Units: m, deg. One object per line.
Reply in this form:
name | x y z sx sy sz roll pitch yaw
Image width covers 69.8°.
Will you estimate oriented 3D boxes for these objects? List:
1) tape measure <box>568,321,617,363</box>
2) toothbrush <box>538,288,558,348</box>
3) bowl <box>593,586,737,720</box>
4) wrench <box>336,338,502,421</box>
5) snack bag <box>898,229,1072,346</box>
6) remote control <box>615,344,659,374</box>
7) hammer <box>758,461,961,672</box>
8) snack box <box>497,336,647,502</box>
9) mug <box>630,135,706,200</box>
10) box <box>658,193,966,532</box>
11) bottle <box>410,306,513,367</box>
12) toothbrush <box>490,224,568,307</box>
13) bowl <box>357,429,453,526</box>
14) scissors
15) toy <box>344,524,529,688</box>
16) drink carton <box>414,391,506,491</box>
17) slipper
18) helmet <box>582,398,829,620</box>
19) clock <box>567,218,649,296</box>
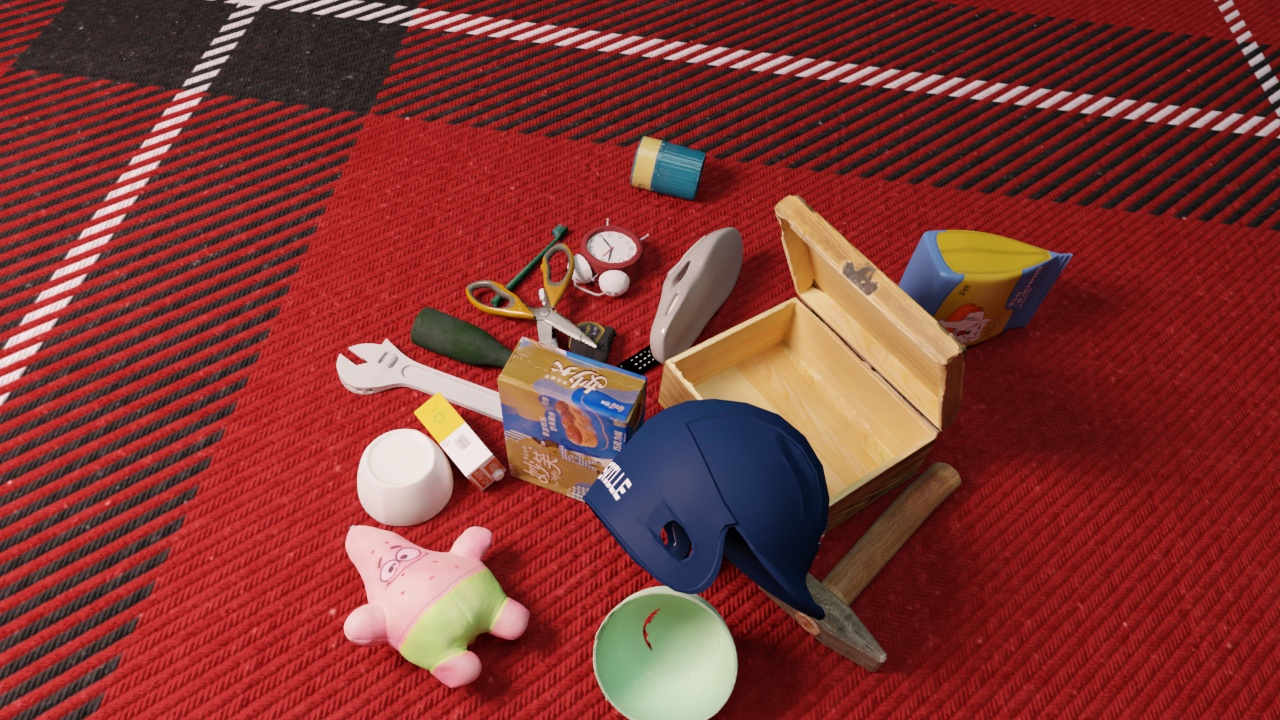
tape measure | -0.069 -0.025 1.267 0.061 0.034 0.061 17 40 2
toothbrush | -0.123 -0.028 1.275 0.012 0.017 0.186 -25 52 15
bowl | 0.029 0.303 0.971 0.151 0.151 0.077 14 9 5
wrench | -0.271 0.039 1.208 0.273 0.018 0.086 20 53 8
snack bag | 0.483 -0.098 1.303 0.205 0.159 0.102 0 51 -8
remote control | -0.007 0.007 1.263 0.139 0.009 0.030 -33 62 -27
hammer | 0.298 0.224 1.108 0.158 0.037 0.300 39 58 23
snack box | -0.078 0.081 1.072 0.155 0.203 0.069 19 53 11
mug | 0.048 -0.314 1.484 0.107 0.083 0.113 13 24 4
box | 0.229 -0.004 1.106 0.283 0.324 0.279 -26 57 -26
bottle | -0.220 -0.018 1.235 0.174 0.055 0.055 21 53 6
toothbrush | -0.164 -0.144 1.362 0.017 0.016 0.189 28 54 13
bowl | -0.284 0.134 1.100 0.116 0.066 0.116 3 52 -3
scissors | -0.134 -0.084 1.281 0.225 0.016 0.216 28 63 24
toy | -0.240 0.247 1.002 0.237 0.097 0.191 30 46 26
drink carton | -0.220 0.102 1.130 0.040 0.058 0.122 -40 64 -10
slipper | 0.061 -0.098 1.302 0.081 0.113 0.265 11 48 27
helmet | 0.100 0.164 0.969 0.223 0.232 0.272 -40 86 -9
clock | -0.048 -0.146 1.355 0.096 0.048 0.137 23 52 12
